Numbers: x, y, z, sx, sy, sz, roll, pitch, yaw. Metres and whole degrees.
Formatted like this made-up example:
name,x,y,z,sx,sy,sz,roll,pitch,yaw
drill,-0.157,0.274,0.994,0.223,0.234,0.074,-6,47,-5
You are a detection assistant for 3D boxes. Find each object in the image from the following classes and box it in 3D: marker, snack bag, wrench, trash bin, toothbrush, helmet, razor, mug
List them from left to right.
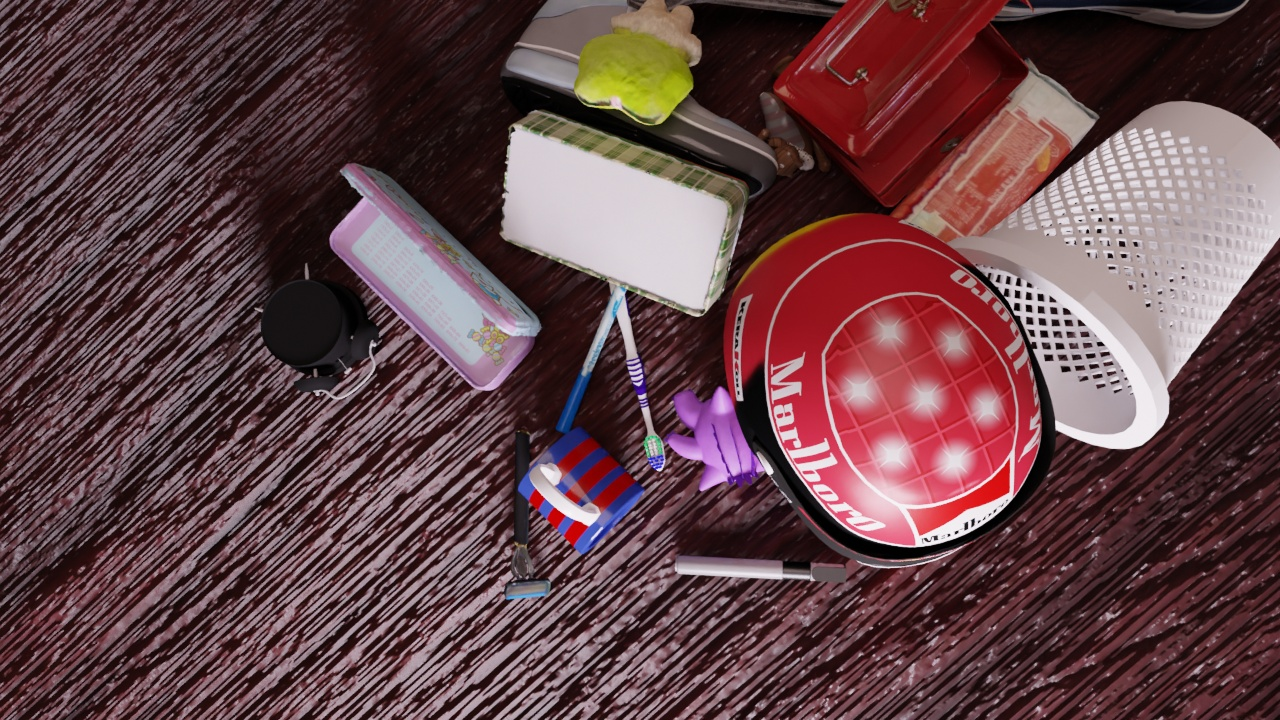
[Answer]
name,x,y,z,sx,sy,sz,roll,pitch,yaw
razor,-0.102,0.133,0.800,0.042,0.022,0.144,5,77,-34
mug,-0.053,0.107,0.747,0.076,0.112,0.075,43,96,10
marker,-0.042,-0.003,0.799,0.013,0.013,0.142,23,95,10
toothbrush,-0.005,0.005,0.799,0.015,0.016,0.186,-14,83,9
marker,0.099,0.174,0.766,0.140,0.016,0.016,1,84,9
wrench,0.115,-0.311,0.782,0.273,0.010,0.070,6,67,-4
helmet,0.171,0.030,0.641,0.198,0.224,0.271,-27,92,2
snack bag,0.272,-0.138,0.762,0.077,0.041,0.225,42,90,9
trash bin,0.355,-0.074,0.679,0.199,0.195,0.195,-43,80,-8

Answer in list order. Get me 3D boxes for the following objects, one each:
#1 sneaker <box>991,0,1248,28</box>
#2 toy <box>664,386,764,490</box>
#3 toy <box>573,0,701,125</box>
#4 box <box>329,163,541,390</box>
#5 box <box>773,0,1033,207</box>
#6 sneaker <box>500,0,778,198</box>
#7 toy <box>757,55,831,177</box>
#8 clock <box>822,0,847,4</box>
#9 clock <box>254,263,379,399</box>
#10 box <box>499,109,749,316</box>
name,x,y,z,sx,sy,sz,roll,pitch,yaw
sneaker,0.352,-0.325,0.711,0.294,0.127,0.120,5,82,3
toy,0.073,0.060,0.761,0.106,0.056,0.088,-15,87,-2
toy,0.003,-0.241,0.726,0.092,0.043,0.117,20,68,9
box,-0.188,-0.073,0.795,0.214,0.093,0.089,43,91,10
box,0.210,-0.213,0.714,0.157,0.165,0.151,-45,52,15
sneaker,0.018,-0.250,0.792,0.257,0.093,0.160,23,80,9
toy,0.125,-0.203,0.789,0.055,0.041,0.102,-22,87,-6
clock,0.159,-0.351,0.779,0.122,0.035,0.094,7,62,-5
clock,-0.288,-0.022,0.829,0.091,0.042,0.120,-40,80,3
box,-0.019,-0.124,0.766,0.205,0.049,0.118,22,128,16
